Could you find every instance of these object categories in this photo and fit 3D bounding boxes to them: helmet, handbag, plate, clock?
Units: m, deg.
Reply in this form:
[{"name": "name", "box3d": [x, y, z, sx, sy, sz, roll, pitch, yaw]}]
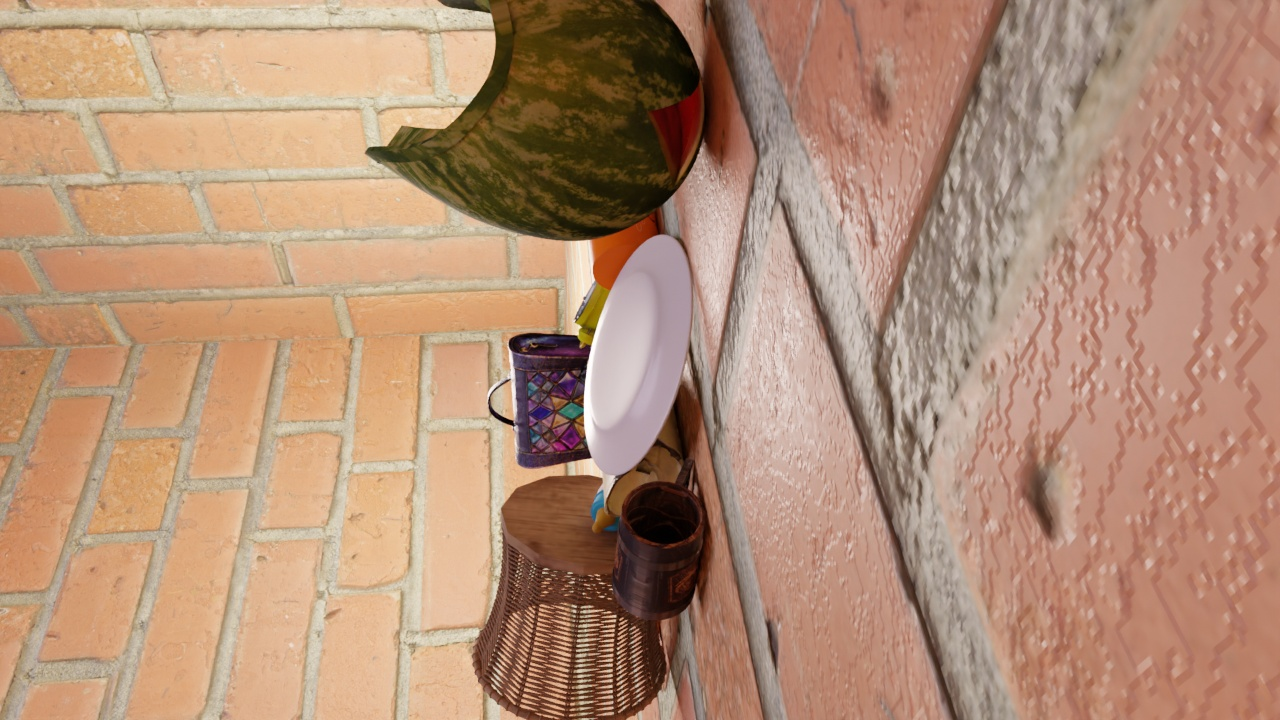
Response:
[{"name": "helmet", "box3d": [-0.066, -0.204, 0.732, 0.243, 0.246, 0.213, 19, 97, 39]}, {"name": "handbag", "box3d": [-0.146, 0.065, 1.552, 0.125, 0.222, 0.205, -111, 19, -69]}, {"name": "plate", "box3d": [-0.013, -0.008, 0.905, 0.243, 0.016, 0.242, 13, 90, 67]}, {"name": "clock", "box3d": [-0.066, -0.071, 1.371, 0.119, 0.057, 0.083, -57, 11, 24]}, {"name": "handbag", "box3d": [0.003, 0.088, 0.944, 0.111, 0.081, 0.119, 105, 164, -45]}]

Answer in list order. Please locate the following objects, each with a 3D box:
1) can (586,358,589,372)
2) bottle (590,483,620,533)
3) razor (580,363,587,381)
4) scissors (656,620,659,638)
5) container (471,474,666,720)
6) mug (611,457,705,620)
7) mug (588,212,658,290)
[{"name": "can", "box3d": [-0.047, 0.044, 1.368, 0.067, 0.067, 0.105, -101, 11, -53]}, {"name": "bottle", "box3d": [-0.019, 0.147, 1.002, 0.145, 0.051, 0.051, -45, -39, -58]}, {"name": "razor", "box3d": [-0.051, -0.005, 1.408, 0.152, 0.067, 0.053, 112, 154, -54]}, {"name": "scissors", "box3d": [0.018, 0.341, 1.159, 0.064, 0.013, 0.127, 94, 172, -45]}, {"name": "container", "box3d": [-0.072, 0.261, 1.042, 0.226, 0.227, 0.196, -108, 24, -67]}, {"name": "mug", "box3d": [0.022, 0.162, 0.848, 0.115, 0.080, 0.107, -62, -17, -45]}, {"name": "mug", "box3d": [-0.012, -0.128, 1.035, 0.112, 0.078, 0.095, 52, -156, -49]}]
